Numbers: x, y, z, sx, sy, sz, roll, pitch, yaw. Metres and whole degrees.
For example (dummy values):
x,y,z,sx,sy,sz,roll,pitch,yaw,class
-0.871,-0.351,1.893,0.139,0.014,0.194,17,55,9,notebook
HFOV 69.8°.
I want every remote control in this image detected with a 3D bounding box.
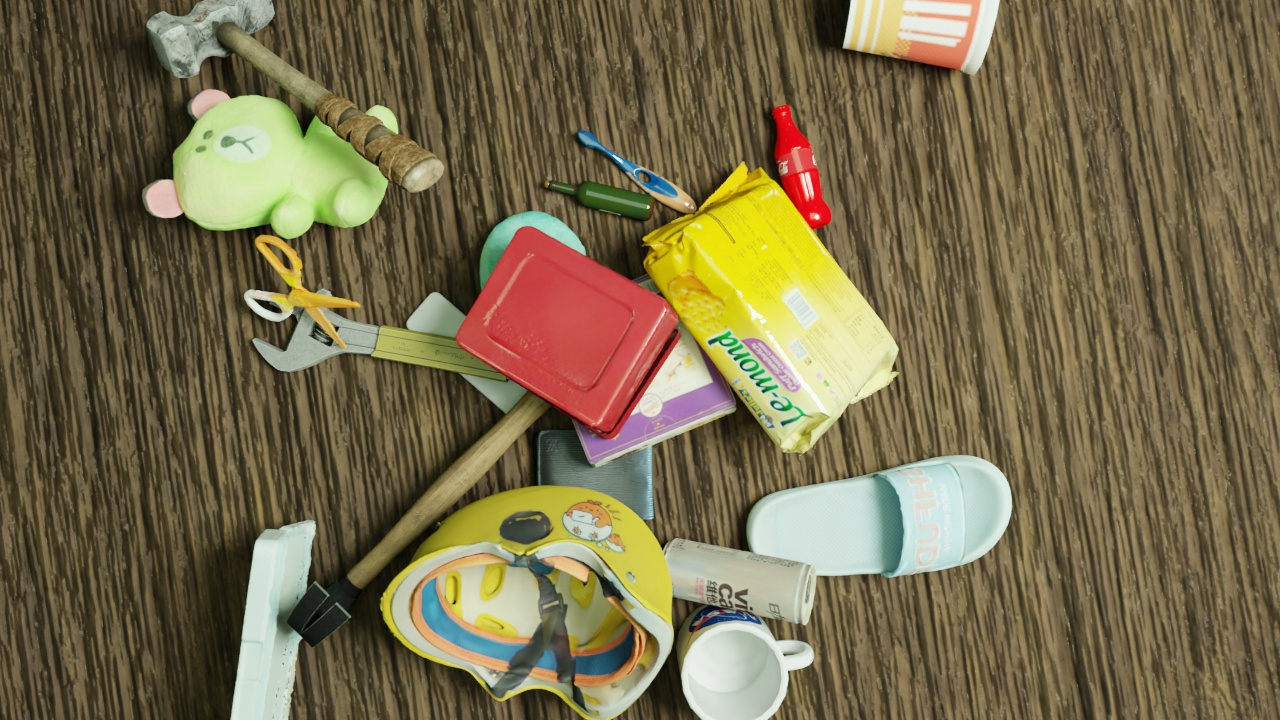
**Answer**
x,y,z,sx,sy,sz,roll,pitch,yaw,class
-0.156,-0.003,0.875,0.146,0.008,0.045,41,89,1,remote control

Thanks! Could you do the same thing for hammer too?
x,y,z,sx,sy,sz,roll,pitch,yaw,class
-0.188,0.130,0.823,0.040,0.132,0.305,45,82,-1,hammer
-0.287,-0.233,0.791,0.319,0.049,0.121,37,57,22,hammer

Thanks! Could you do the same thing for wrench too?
x,y,z,sx,sy,sz,roll,pitch,yaw,class
-0.228,-0.011,0.862,0.273,0.018,0.083,11,94,3,wrench

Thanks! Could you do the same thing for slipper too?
x,y,z,sx,sy,sz,roll,pitch,yaw,class
0.221,0.151,0.842,0.245,0.074,0.104,-8,89,1,slipper

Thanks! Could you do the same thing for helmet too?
x,y,z,sx,sy,sz,roll,pitch,yaw,class
-0.085,0.187,0.794,0.240,0.139,0.210,14,128,1,helmet

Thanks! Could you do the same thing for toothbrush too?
x,y,z,sx,sy,sz,roll,pitch,yaw,class
-0.004,-0.180,0.879,0.135,0.017,0.021,33,92,-2,toothbrush

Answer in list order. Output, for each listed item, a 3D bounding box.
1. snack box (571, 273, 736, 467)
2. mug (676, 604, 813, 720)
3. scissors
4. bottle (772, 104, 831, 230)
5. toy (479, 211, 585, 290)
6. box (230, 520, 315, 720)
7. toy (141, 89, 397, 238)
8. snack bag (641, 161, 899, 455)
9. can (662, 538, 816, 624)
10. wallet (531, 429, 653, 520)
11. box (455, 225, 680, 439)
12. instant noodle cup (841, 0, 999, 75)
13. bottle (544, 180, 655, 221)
x,y,z,sx,sy,sz,roll,pitch,yaw,class
-0.005,0.005,0.846,0.143,0.040,0.148,-22,77,-1,snack box
0.095,0.271,0.829,0.121,0.090,0.091,-6,88,-1,mug
-0.312,-0.056,0.830,0.128,0.011,0.125,-18,118,34,scissors
0.148,-0.183,0.868,0.036,0.036,0.119,-16,88,-1,bottle
-0.104,-0.097,0.868,0.105,0.033,0.085,-13,100,-2,toy
-0.325,0.245,0.803,0.040,0.134,0.197,8,88,-9,box
-0.323,-0.172,0.834,0.197,0.107,0.150,7,69,8,toy
0.121,-0.051,0.815,0.159,0.068,0.247,-36,89,-35,snack bag
0.086,0.198,0.828,0.136,0.054,0.054,7,88,21,can
-0.045,0.108,0.864,0.115,0.026,0.089,-3,87,-1,wallet
-0.060,-0.023,0.790,0.157,0.092,0.129,30,87,11,box
0.252,-0.330,0.838,0.121,0.123,0.123,6,88,7,instant noodle cup
-0.039,-0.156,0.872,0.106,0.025,0.025,14,88,0,bottle
